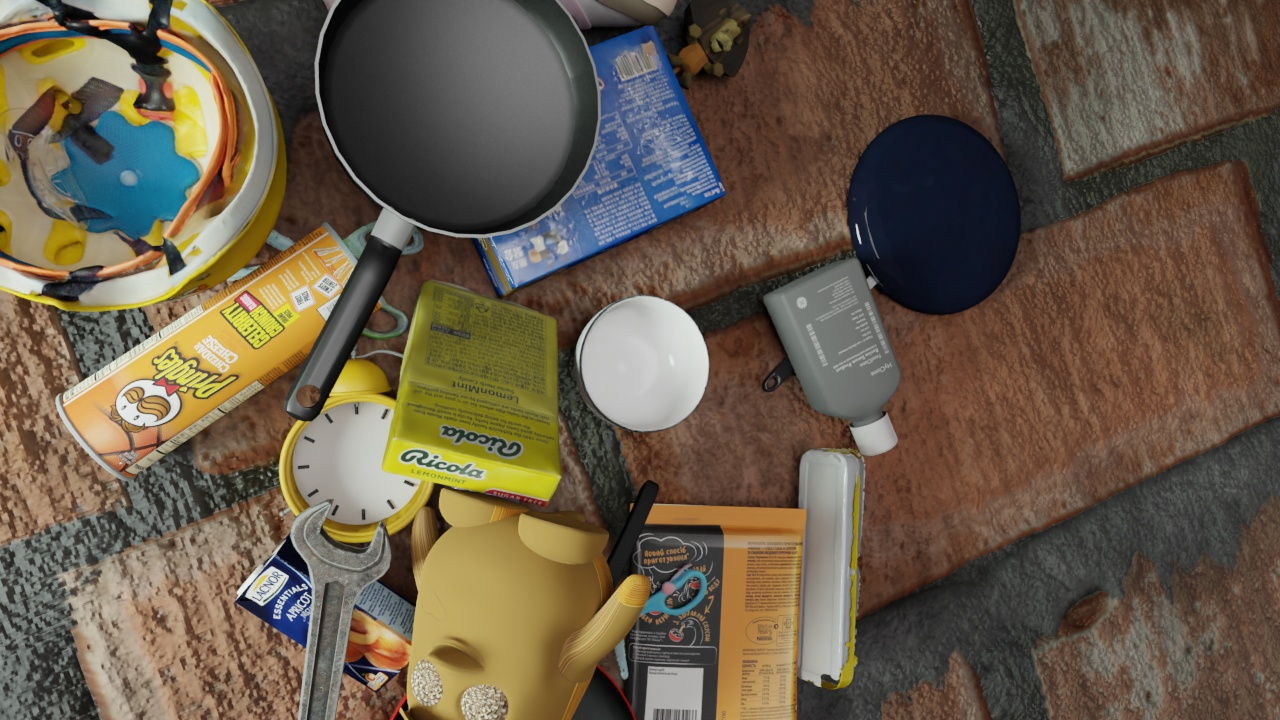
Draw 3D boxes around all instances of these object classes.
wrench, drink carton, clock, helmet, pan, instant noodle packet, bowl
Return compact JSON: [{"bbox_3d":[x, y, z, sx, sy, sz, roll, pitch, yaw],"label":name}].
[{"bbox_3d":[-0.231,0.228,0.667,0.070,0.010,0.273,11,105,-8],"label":"wrench"},{"bbox_3d":[-0.228,0.186,0.688,0.130,0.040,0.064,39,111,-13],"label":"drink carton"},{"bbox_3d":[-0.210,0.067,0.709,0.113,0.052,0.152,27,84,-16],"label":"clock"},{"bbox_3d":[-0.355,-0.132,0.622,0.240,0.140,0.209,-4,88,-5],"label":"helmet"},{"bbox_3d":[-0.070,0.260,0.737,0.209,0.067,0.355,28,73,-9],"label":"pan"},{"bbox_3d":[0.065,0.238,0.801,0.159,0.032,0.220,3,87,-10],"label":"instant noodle packet"},{"bbox_3d":[0.240,-0.092,0.887,0.355,0.021,0.199,-44,102,-14],"label":"pan"},{"bbox_3d":[-0.005,0.005,0.774,0.113,0.063,0.113,1,87,-19],"label":"bowl"},{"bbox_3d":[-0.161,-0.122,0.650,0.204,0.044,0.355,29,80,-22],"label":"pan"}]

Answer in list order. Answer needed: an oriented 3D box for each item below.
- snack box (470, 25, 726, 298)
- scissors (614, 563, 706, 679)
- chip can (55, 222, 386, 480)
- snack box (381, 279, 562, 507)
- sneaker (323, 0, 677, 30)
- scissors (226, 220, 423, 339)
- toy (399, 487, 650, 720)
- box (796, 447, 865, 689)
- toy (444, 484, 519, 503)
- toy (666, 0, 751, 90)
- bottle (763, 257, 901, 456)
[{"bbox_3d":[-0.054,-0.164,0.760,0.202,0.069,0.155,-27,97,-18],"label":"snack box"},{"bbox_3d":[-0.017,0.195,0.776,0.135,0.015,0.135,-31,86,-5],"label":"scissors"},{"bbox_3d":[-0.295,-0.009,0.660,0.214,0.075,0.075,-37,100,-13],"label":"chip can"},{"bbox_3d":[-0.122,0.020,0.695,0.121,0.045,0.180,15,40,-19],"label":"snack box"},{"bbox_3d":[-0.111,-0.286,0.738,0.293,0.111,0.116,3,108,-20],"label":"sneaker"},{"bbox_3d":[-0.254,-0.069,0.717,0.170,0.028,0.139,-8,92,-15],"label":"scissors"},{"bbox_3d":[-0.101,0.202,0.639,0.162,0.199,0.203,24,79,-62],"label":"toy"},{"bbox_3d":[0.180,0.184,0.825,0.079,0.080,0.209,4,86,-17],"label":"box"},{"bbox_3d":[-0.127,0.122,0.740,0.080,0.036,0.100,-22,97,-27],"label":"toy"},{"bbox_3d":[0.054,-0.274,0.808,0.100,0.062,0.076,-45,121,-10],"label":"toy"},{"bbox_3d":[0.187,0.003,0.837,0.083,0.046,0.174,-26,98,-14],"label":"bottle"}]
